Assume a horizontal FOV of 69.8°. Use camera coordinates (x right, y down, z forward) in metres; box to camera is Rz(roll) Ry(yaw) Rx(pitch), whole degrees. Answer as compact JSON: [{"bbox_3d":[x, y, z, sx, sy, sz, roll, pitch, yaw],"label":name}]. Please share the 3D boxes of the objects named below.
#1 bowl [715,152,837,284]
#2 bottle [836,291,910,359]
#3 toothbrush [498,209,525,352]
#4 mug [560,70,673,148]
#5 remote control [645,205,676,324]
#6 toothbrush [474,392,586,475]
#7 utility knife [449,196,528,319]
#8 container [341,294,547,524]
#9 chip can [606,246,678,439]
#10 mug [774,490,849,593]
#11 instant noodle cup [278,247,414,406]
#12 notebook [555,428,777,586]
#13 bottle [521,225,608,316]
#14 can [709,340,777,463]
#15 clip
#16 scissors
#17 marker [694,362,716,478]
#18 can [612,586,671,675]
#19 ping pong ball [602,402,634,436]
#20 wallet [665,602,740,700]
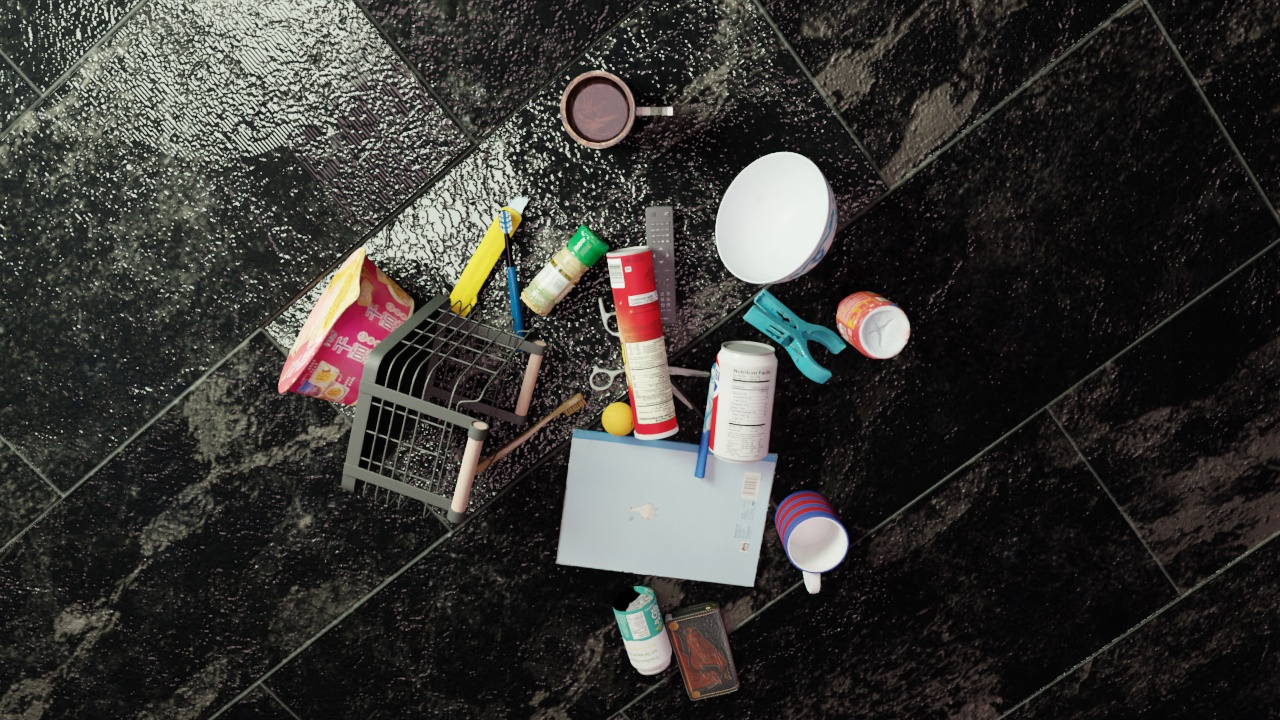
[{"bbox_3d":[0.162,-0.147,1.006,0.074,0.144,0.144,14,108,-46],"label":"bowl"},{"bbox_3d":[0.249,-0.045,1.013,0.062,0.137,0.062,0,104,-1],"label":"bottle"},{"bbox_3d":[-0.146,-0.089,1.049,0.014,0.014,0.168,-9,110,-11],"label":"toothbrush"},{"bbox_3d":[-0.026,-0.263,0.965,0.116,0.107,0.080,0,105,-1],"label":"mug"},{"bbox_3d":[0.024,-0.109,1.054,0.032,0.015,0.136,-3,105,-1],"label":"remote control"},{"bbox_3d":[-0.136,0.090,1.103,0.167,0.016,0.016,-34,102,7],"label":"toothbrush"},{"bbox_3d":[-0.175,-0.116,1.047,0.030,0.017,0.165,30,103,-14],"label":"utility knife"},{"bbox_3d":[-0.201,0.048,0.975,0.130,0.240,0.163,19,113,2],"label":"container"},{"bbox_3d":[0.003,-0.020,1.045,0.052,0.051,0.215,-9,103,1],"label":"chip can"},{"bbox_3d":[0.207,0.224,1.115,0.075,0.076,0.112,-3,105,-1],"label":"mug"},{"bbox_3d":[-0.314,-0.027,0.998,0.077,0.178,0.179,32,102,-26],"label":"instant noodle cup"},{"bbox_3d":[0.031,0.184,1.134,0.253,0.009,0.181,8,104,-3],"label":"notebook"},{"bbox_3d":[-0.086,-0.101,1.040,0.043,0.043,0.111,42,101,-11],"label":"bottle"},{"bbox_3d":[0.120,0.048,1.069,0.070,0.070,0.132,3,105,-2],"label":"can"},{"bbox_3d":[0.191,-0.037,1.069,0.130,0.121,0.031,53,143,12],"label":"clip"},{"bbox_3d":[0.004,-0.007,1.082,0.141,0.014,0.162,-13,104,5],"label":"scissors"},{"bbox_3d":[0.081,0.072,1.099,0.013,0.013,0.142,8,99,-3],"label":"marker"},{"bbox_3d":[0.003,0.338,1.151,0.055,0.055,0.102,-16,104,3],"label":"can"},{"bbox_3d":[-0.025,0.070,1.087,0.040,0.040,0.040,0,105,-1],"label":"ping pong ball"},{"bbox_3d":[0.081,0.374,1.181,0.072,0.019,0.123,-15,105,5],"label":"wallet"}]
